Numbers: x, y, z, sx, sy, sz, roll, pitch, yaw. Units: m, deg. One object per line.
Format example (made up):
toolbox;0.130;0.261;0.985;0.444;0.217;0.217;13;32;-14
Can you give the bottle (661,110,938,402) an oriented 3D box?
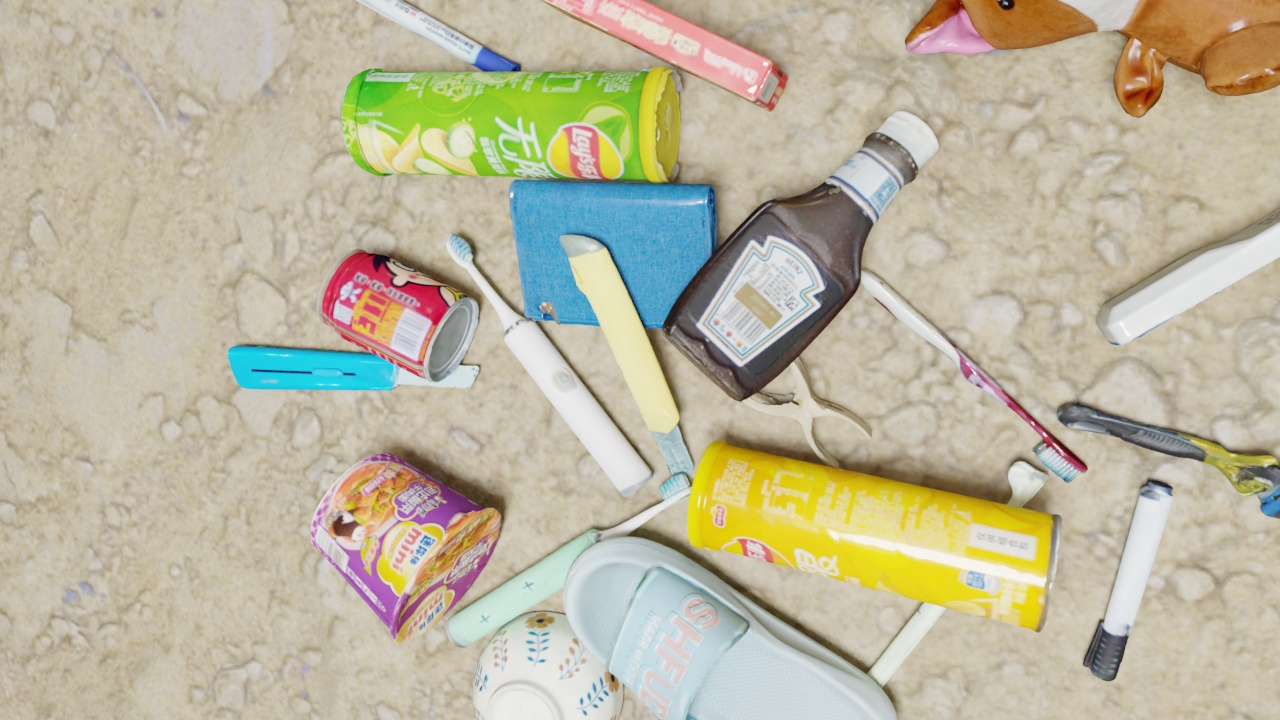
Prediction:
bottle;0.101;-0.067;0.553;0.080;0.044;0.195;43;90;-6

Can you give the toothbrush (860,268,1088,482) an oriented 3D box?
toothbrush;0.203;0.008;0.575;0.187;0.016;0.017;43;116;5

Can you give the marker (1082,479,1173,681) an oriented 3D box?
marker;0.301;0.136;0.566;0.023;0.018;0.131;14;103;22

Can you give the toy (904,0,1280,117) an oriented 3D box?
toy;0.249;-0.207;0.479;0.200;0.130;0.140;22;110;21

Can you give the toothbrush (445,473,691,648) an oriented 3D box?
toothbrush;-0.053;0.147;0.661;0.225;0.026;0.027;-34;70;18

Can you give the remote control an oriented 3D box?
remote control;0.319;-0.050;0.516;0.125;0.049;0.024;-33;86;17

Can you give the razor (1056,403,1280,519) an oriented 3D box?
razor;0.321;0.053;0.547;0.143;0.022;0.043;21;147;15

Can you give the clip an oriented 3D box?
clip;0.108;0.016;0.593;0.104;0.034;0.081;29;105;5

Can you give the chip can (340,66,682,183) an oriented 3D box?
chip can;-0.086;-0.154;0.599;0.221;0.072;0.072;5;100;15

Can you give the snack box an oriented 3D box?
snack box;0.014;-0.198;0.563;0.153;0.075;0.025;28;105;9

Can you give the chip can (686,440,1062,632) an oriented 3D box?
chip can;0.139;0.104;0.565;0.214;0.072;0.072;10;101;21

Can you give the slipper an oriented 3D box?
slipper;0.053;0.211;0.611;0.245;0.074;0.104;27;116;8

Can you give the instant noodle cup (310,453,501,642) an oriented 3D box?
instant noodle cup;-0.170;0.125;0.654;0.099;0.111;0.112;34;106;18

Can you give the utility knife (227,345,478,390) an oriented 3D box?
utility knife;-0.217;0.008;0.690;0.207;0.018;0.034;2;98;14

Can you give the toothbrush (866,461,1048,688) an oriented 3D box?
toothbrush;0.200;0.145;0.595;0.029;0.020;0.190;23;108;-23

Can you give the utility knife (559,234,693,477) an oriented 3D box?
utility knife;-0.004;0.004;0.601;0.031;0.020;0.195;-13;110;25

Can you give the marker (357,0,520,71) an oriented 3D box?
marker;-0.147;-0.230;0.633;0.146;0.016;0.017;31;105;9

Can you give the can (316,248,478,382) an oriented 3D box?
can;-0.170;-0.033;0.644;0.094;0.066;0.066;25;104;10

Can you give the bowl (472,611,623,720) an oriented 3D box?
bowl;-0.075;0.247;0.665;0.113;0.062;0.113;2;99;16

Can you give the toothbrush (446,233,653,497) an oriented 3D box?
toothbrush;-0.068;0.001;0.642;0.221;0.026;0.026;52;146;3

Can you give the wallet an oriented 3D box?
wallet;-0.015;-0.066;0.596;0.133;0.040;0.106;5;124;16
